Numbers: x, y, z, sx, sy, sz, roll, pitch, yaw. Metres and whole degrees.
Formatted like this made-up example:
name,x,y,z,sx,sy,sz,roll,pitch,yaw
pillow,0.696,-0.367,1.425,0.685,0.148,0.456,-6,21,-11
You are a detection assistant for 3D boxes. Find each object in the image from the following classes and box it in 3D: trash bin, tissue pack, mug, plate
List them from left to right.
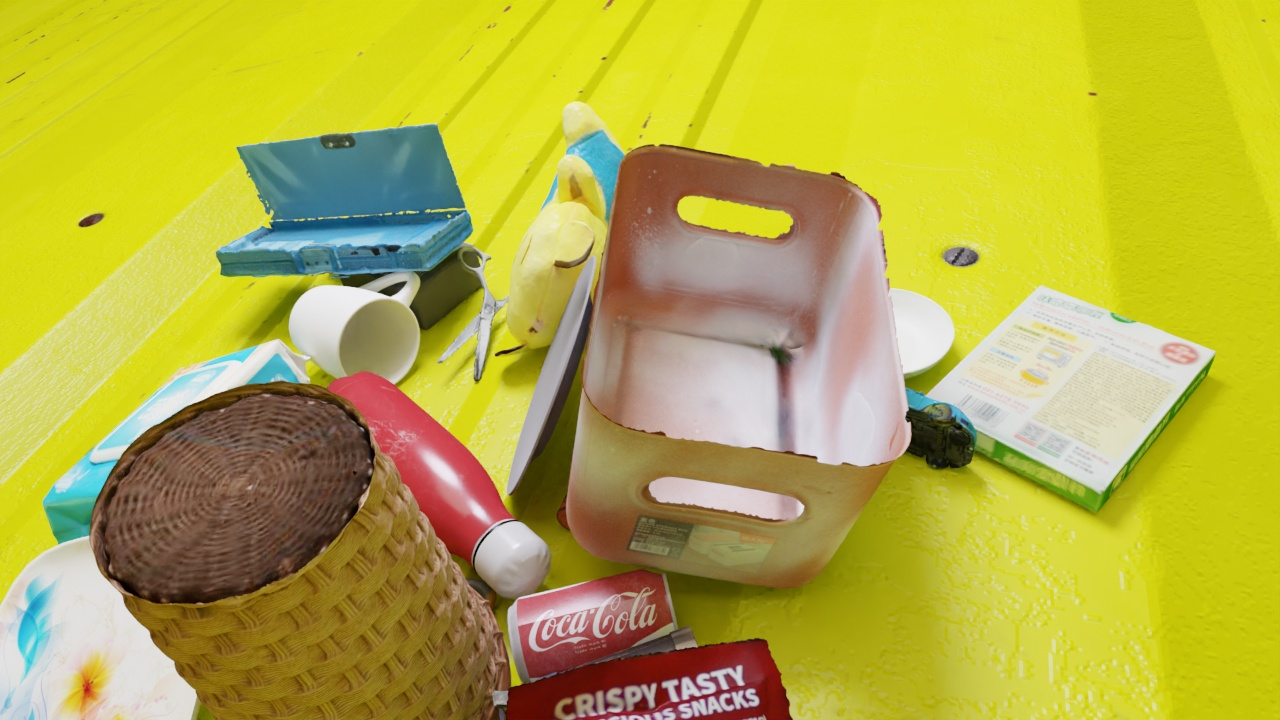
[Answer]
name,x,y,z,sx,sy,sz,roll,pitch,yaw
plate,-0.342,0.195,0.572,0.187,0.016,0.186,-12,54,15
tissue pack,-0.346,0.057,0.711,0.117,0.066,0.208,-12,30,23
trash bin,-0.156,0.125,0.462,0.151,0.210,0.151,-3,45,3
mug,-0.241,-0.037,0.797,0.088,0.081,0.114,18,65,38
plate,-0.059,0.012,0.652,0.012,0.179,0.178,20,42,-9
mug,-0.015,0.184,0.475,0.107,0.116,0.080,-17,45,-4
trash bin,0.054,0.000,0.603,0.181,0.158,0.259,9,47,-3
plate,0.191,-0.015,0.720,0.104,0.026,0.104,-7,42,6

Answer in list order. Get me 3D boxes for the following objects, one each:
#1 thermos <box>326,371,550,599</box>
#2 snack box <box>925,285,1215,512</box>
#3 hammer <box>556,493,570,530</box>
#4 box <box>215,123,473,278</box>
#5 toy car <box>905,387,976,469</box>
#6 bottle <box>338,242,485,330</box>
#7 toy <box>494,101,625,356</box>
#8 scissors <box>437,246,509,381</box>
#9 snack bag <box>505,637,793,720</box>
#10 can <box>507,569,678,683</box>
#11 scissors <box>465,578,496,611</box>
name,x,y,z,sx,sy,sz,roll,pitch,yaw
thermos,-0.148,0.087,0.647,0.073,0.073,0.240,-36,47,-26
snack box,0.303,0.019,0.654,0.167,0.027,0.132,-37,48,-27
hammer,-0.004,0.004,0.738,0.138,0.035,0.313,7,45,20
box,-0.280,-0.142,0.824,0.232,0.112,0.094,1,31,22
toy car,0.185,0.040,0.643,0.105,0.048,0.032,20,46,33
bottle,-0.244,-0.092,0.892,0.174,0.046,0.083,20,50,31
toy,-0.061,-0.104,0.795,0.084,0.149,0.213,14,48,-4
scissors,-0.124,-0.045,0.827,0.146,0.014,0.141,-3,61,-30
snack bag,0.024,0.230,0.392,0.138,0.067,0.207,-5,66,-18
can,-0.027,0.160,0.552,0.096,0.054,0.054,-13,41,-2
scissors,-0.191,0.188,0.569,0.228,0.016,0.225,-16,52,-16
